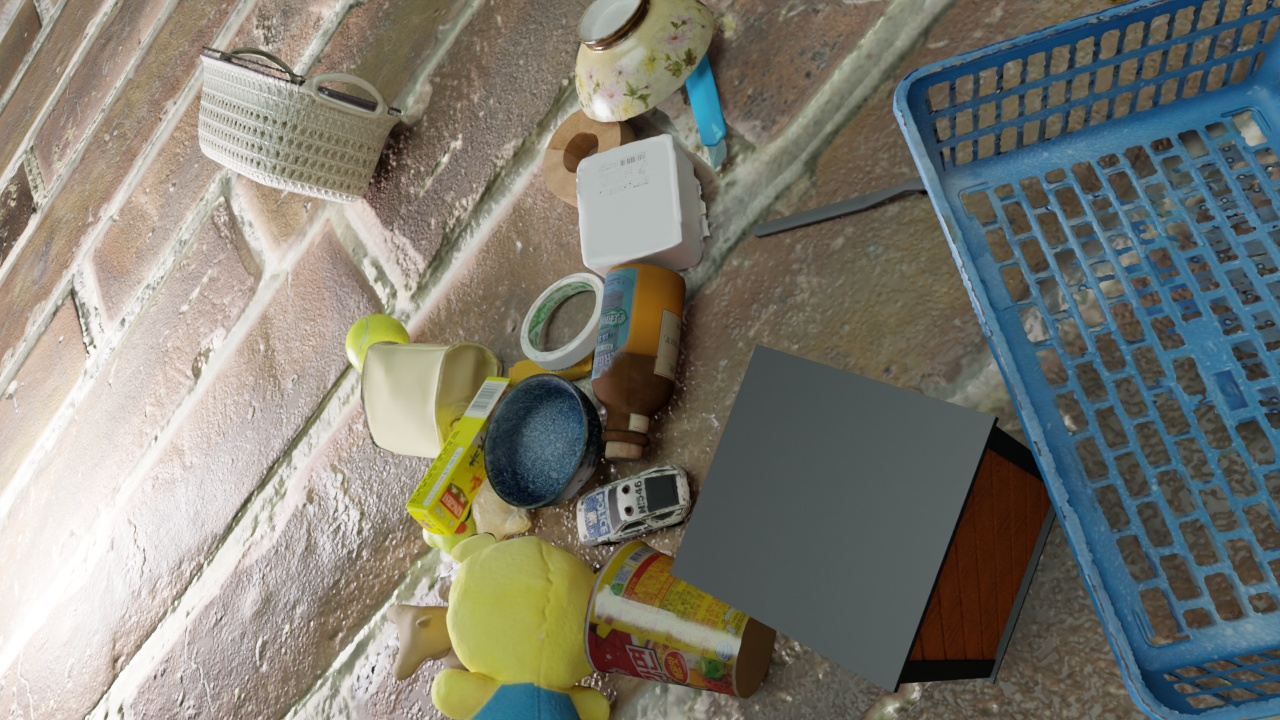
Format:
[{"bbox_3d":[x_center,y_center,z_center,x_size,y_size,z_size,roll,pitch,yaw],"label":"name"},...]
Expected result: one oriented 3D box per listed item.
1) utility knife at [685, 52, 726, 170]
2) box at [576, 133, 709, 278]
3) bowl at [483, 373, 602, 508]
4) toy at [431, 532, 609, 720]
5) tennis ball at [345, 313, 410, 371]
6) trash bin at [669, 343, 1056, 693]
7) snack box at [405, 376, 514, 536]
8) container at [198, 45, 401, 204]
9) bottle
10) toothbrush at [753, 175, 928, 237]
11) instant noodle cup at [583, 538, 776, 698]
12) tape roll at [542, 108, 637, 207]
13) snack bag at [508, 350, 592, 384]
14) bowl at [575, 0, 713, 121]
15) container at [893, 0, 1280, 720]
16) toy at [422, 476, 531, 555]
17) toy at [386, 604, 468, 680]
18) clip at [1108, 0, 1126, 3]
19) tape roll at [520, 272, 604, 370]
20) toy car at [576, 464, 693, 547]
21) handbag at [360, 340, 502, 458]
[{"bbox_3d":[0.053,-0.238,0.813,0.031,0.015,0.174,-28,55,30],"label":"utility knife"},{"bbox_3d":[0.010,-0.124,0.802,0.103,0.095,0.107,-12,74,21],"label":"box"},{"bbox_3d":[-0.073,0.074,0.784,0.115,0.060,0.114,-13,66,33],"label":"bowl"},{"bbox_3d":[-0.080,0.235,0.692,0.084,0.148,0.213,140,138,-56],"label":"toy"},{"bbox_3d":[-0.274,-0.016,0.958,0.065,0.065,0.065,-12,69,33],"label":"tennis ball"},{"bbox_3d":[0.142,0.095,0.544,0.140,0.171,0.139,20,88,39],"label":"trash bin"},{"bbox_3d":[-0.150,0.082,0.813,0.029,0.040,0.147,4,51,33],"label":"snack box"},{"bbox_3d":[-0.408,-0.279,1.077,0.252,0.184,0.143,26,104,40],"label":"container"},{"bbox_3d":[-0.004,0.004,0.750,0.068,0.067,0.156,-2,75,36],"label":"bottle"},{"bbox_3d":[0.159,-0.118,0.702,0.168,0.013,0.012,-11,69,35],"label":"toothbrush"},{"bbox_3d":[0.031,0.190,0.653,0.113,0.100,0.100,12,83,31],"label":"instant noodle cup"},{"bbox_3d":[-0.048,-0.192,0.869,0.094,0.027,0.094,-12,69,33],"label":"tape roll"},{"bbox_3d":[-0.081,0.009,0.836,0.099,0.020,0.026,-14,62,33],"label":"snack bag"},{"bbox_3d":[-0.012,-0.292,0.829,0.145,0.063,0.145,-21,48,25],"label":"bowl"},{"bbox_3d":[0.306,-0.021,0.472,0.257,0.089,0.361,-15,65,7],"label":"container"},{"bbox_3d":[-0.143,0.133,0.827,0.118,0.043,0.092,-1,64,33],"label":"toy"},{"bbox_3d":[-0.151,0.227,0.770,0.106,0.108,0.134,-42,52,44],"label":"toy"},{"bbox_3d":[0.323,-0.271,0.623,0.054,0.046,0.047,-11,34,33],"label":"clip"},{"bbox_3d":[-0.066,-0.036,0.824,0.094,0.018,0.093,-22,48,26],"label":"tape roll"},{"bbox_3d":[-0.009,0.117,0.735,0.113,0.040,0.048,-23,62,30],"label":"toy car"},{"bbox_3d":[-0.206,0.037,0.886,0.119,0.081,0.111,1,84,35],"label":"handbag"}]
